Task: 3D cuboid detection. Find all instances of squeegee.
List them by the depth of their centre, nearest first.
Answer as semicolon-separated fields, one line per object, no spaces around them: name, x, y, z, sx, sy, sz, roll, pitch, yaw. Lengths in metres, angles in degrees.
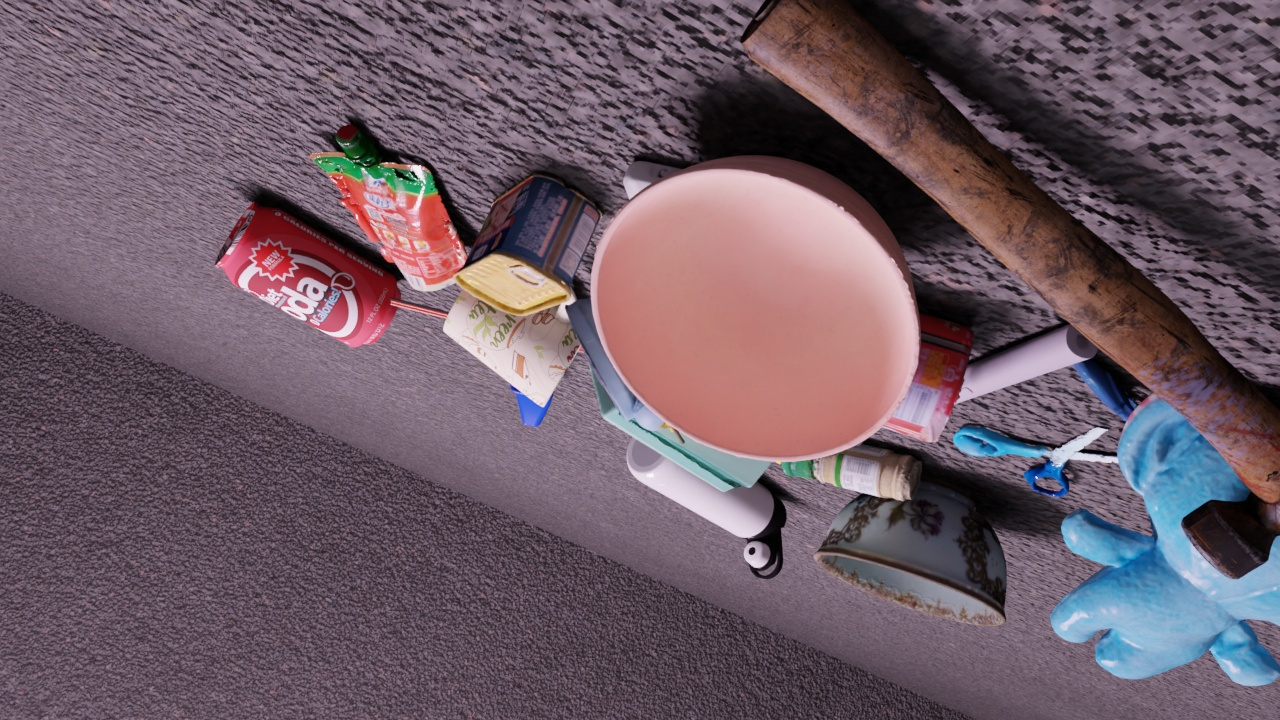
squeegee;-0.096;0.012;0.843;0.249;0.055;0.185;14;148;-1

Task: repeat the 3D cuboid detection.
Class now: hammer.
hammer;0.178;-0.035;0.351;0.330;0.033;0.120;36;117;-16

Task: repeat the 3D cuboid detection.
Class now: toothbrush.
toothbrush;0.273;0.030;0.499;0.132;0.021;0.016;30;127;-24
toothbrush;0.196;0.012;0.535;0.018;0.019;0.188;22;163;-6

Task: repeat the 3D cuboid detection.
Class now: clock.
clock;-0.004;0.004;0.622;0.124;0.051;0.089;62;180;-5

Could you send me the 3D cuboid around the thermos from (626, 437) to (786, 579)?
thermos;0.078;0.151;0.979;0.069;0.101;0.230;-17;142;35

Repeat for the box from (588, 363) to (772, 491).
box;0.052;0.038;0.750;0.092;0.077;0.188;-32;138;21

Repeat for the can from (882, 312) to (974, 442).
can;0.115;-0.004;0.509;0.124;0.066;0.067;19;163;13

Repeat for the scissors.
scissors;0.282;0.068;0.616;0.130;0.014;0.117;-3;147;47

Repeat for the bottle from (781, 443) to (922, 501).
bottle;0.173;0.086;0.758;0.110;0.042;0.042;11;160;31

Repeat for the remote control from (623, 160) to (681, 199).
remote control;0.025;-0.064;0.516;0.050;0.022;0.133;17;162;19

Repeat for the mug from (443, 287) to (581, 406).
mug;-0.089;-0.033;0.699;0.097;0.080;0.122;31;142;-3

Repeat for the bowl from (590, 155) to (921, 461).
bowl;0.060;-0.034;0.436;0.153;0.075;0.153;13;126;18

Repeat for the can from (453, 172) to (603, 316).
can;-0.069;-0.069;0.560;0.054;0.059;0.100;30;162;-24

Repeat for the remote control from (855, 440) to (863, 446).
remote control;0.147;0.032;0.671;0.058;0.013;0.133;20;163;7

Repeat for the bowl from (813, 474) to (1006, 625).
bowl;0.240;0.153;0.785;0.160;0.093;0.160;21;163;6

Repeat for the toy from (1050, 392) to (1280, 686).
toy;0.306;0.100;0.486;0.183;0.114;0.181;37;125;-1

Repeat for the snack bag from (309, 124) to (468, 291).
snack bag;-0.168;-0.103;0.624;0.087;0.044;0.155;12;156;16

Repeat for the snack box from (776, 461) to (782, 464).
snack box;0.062;0.013;0.635;0.075;0.025;0.152;31;162;33

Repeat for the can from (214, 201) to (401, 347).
can;-0.284;-0.072;0.795;0.142;0.074;0.075;32;161;-29
